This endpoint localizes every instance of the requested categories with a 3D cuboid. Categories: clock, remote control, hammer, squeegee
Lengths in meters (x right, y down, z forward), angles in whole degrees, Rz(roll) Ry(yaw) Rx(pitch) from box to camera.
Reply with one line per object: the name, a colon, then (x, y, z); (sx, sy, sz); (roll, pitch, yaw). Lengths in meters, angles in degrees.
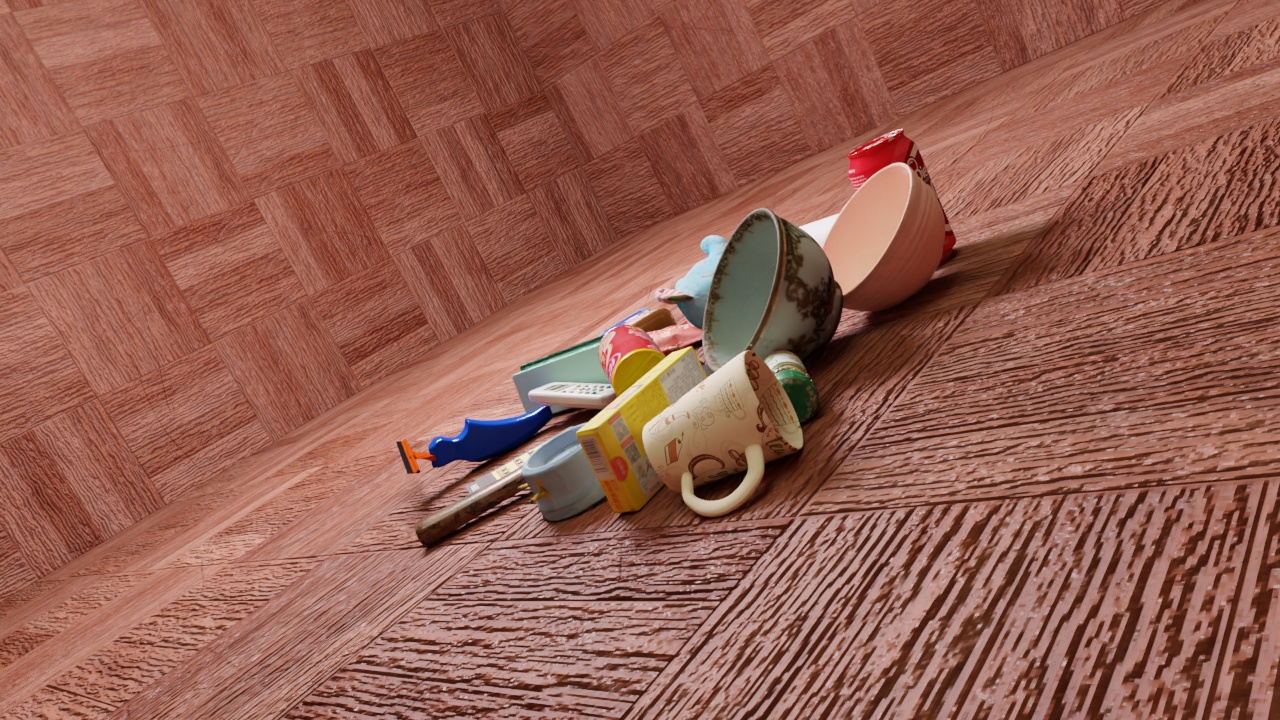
clock: (-0.047, 0.087, 0.800); (0.124, 0.051, 0.089); (-33, 12, -13)
remote control: (-0.122, 0.110, 0.977); (0.133, 0.013, 0.058); (-30, 11, -14)
remote control: (-0.073, 0.043, 1.084); (0.134, 0.022, 0.050); (1, 15, 41)
hammer: (-0.068, 0.093, 0.890); (0.330, 0.033, 0.120); (-28, 12, -3)
squeegee: (-0.193, 0.094, 1.103); (0.184, 0.055, 0.250); (-21, 9, -15)

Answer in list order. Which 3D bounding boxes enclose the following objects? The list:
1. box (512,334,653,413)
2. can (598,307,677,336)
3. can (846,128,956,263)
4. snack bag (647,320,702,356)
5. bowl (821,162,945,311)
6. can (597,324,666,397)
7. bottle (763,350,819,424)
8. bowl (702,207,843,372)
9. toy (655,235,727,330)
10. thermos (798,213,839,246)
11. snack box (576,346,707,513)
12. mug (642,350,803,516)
box: (-0.068, 0.011, 1.166); (0.189, 0.077, 0.091); (-20, 4, 42)
can: (-0.003, -0.033, 1.265); (0.099, 0.054, 0.059); (-31, 14, -19)
can: (0.277, -0.167, 0.976); (0.074, 0.142, 0.074); (-26, 11, 5)
snack bag: (0.058, -0.036, 1.183); (0.155, 0.044, 0.087); (-21, 17, 9)
bowl: (0.244, -0.108, 0.899); (0.153, 0.076, 0.152); (-57, 16, 25)
can: (-0.006, 0.006, 1.009); (0.066, 0.067, 0.124); (-27, 18, -2)
bottle: (0.121, 0.019, 0.755); (0.043, 0.042, 0.109); (-25, 10, 10)
bowl: (0.133, -0.054, 0.867); (0.094, 0.160, 0.160); (14, 0, -16)
toy: (0.097, -0.095, 1.126); (0.183, 0.115, 0.180); (-4, 17, -13)
thermos: (0.242, -0.142, 1.158); (0.101, 0.068, 0.230); (3, -5, -23)
snack box: (0.013, 0.054, 0.755); (0.025, 0.075, 0.151); (-15, 16, 40)
mug: (0.058, 0.064, 0.662); (0.097, 0.081, 0.121); (-31, 36, 21)
